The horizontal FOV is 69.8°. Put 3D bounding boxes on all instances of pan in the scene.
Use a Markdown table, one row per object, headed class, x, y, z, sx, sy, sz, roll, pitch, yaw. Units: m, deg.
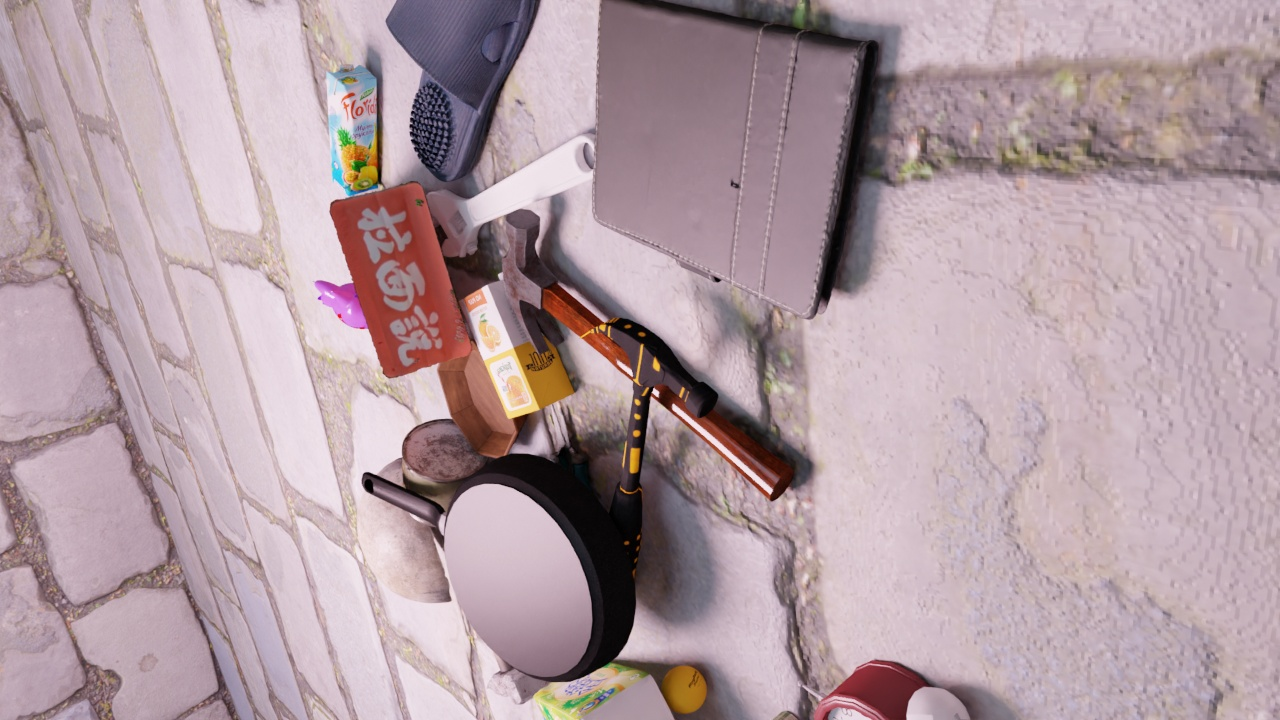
| class | x | y | z | sx | sy | sz | roll | pitch | yaw |
| --- | --- | --- | --- | --- | --- | --- | --- | --- | --- |
| pan | -0.155 | 0.167 | 0.841 | 0.356 | 0.044 | 0.204 | 15 | 113 | 35 |

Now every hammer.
| class | x | y | z | sx | sy | sz | roll | pitch | yaw |
| --- | --- | --- | --- | --- | --- | --- | --- | --- | --- |
| hammer | -0.004 | 0.004 | 0.704 | 0.301 | 0.028 | 0.111 | 39 | 142 | 27 |
| hammer | -0.199 | 0.250 | 1.070 | 0.122 | 0.048 | 0.318 | -22 | 91 | 59 |
| hammer | -0.011 | 0.100 | 0.739 | 0.123 | 0.036 | 0.321 | 38 | 141 | 28 |

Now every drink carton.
| class | x | y | z | sx | sy | sz | roll | pitch | yaw |
| --- | --- | --- | --- | --- | --- | --- | --- | --- | --- |
| drink carton | -0.282 | -0.226 | 0.902 | 0.038 | 0.044 | 0.129 | 41 | 139 | 28 |
| drink carton | -0.112 | -0.015 | 0.818 | 0.059 | 0.040 | 0.122 | -18 | 96 | 53 |

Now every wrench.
| class | x | y | z | sx | sy | sz | roll | pitch | yaw |
| --- | --- | --- | --- | --- | --- | --- | --- | --- | --- |
| wrench | -0.113 | -0.138 | 0.772 | 0.274 | 0.018 | 0.066 | -10 | 101 | 51 |

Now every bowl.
| class | x | y | z | sx | sy | sz | roll | pitch | yaw |
| --- | --- | --- | --- | --- | --- | --- | --- | --- | --- |
| bowl | -0.283 | 0.208 | 1.069 | 0.178 | 0.081 | 0.179 | 56 | 158 | 36 |

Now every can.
| class | x | y | z | sx | sy | sz | roll | pitch | yaw |
| --- | --- | --- | --- | --- | --- | --- | --- | --- | --- |
| can | -0.204 | 0.118 | 0.962 | 0.090 | 0.089 | 0.075 | 39 | 136 | 30 |

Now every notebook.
| class | x | y | z | sx | sy | sz | roll | pitch | yaw |
| --- | --- | --- | --- | --- | --- | --- | --- | --- | --- |
| notebook | 0.045 | -0.132 | 0.578 | 0.209 | 0.029 | 0.170 | 32 | 130 | 40 |

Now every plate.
| class | x | y | z | sx | sy | sz | roll | pitch | yaw |
| --- | --- | --- | --- | --- | --- | --- | --- | --- | --- |
| plate | -0.154 | 0.035 | 0.907 | 0.131 | 0.025 | 0.131 | 27 | 128 | 39 |

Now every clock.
| class | x | y | z | sx | sy | sz | roll | pitch | yaw |
| --- | --- | --- | --- | --- | --- | --- | --- | --- | --- |
| clock | 0.176 | 0.258 | 0.619 | 0.138 | 0.048 | 0.096 | 1 | 111 | 51 |

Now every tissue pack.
| class | x | y | z | sx | sy | sz | roll | pitch | yaw |
| --- | --- | --- | --- | --- | --- | --- | --- | --- | --- |
| tissue pack | -0.055 | 0.360 | 0.843 | 0.120 | 0.141 | 0.198 | 60 | 157 | 9 |

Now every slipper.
| class | x | y | z | sx | sy | sz | roll | pitch | yaw |
| --- | --- | --- | --- | --- | --- | --- | --- | --- | --- |
| slipper | -0.159 | -0.243 | 0.715 | 0.101 | 0.082 | 0.264 | 54 | 142 | 18 |

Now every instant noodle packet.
| class | x | y | z | sx | sy | sz | roll | pitch | yaw |
| --- | --- | --- | --- | --- | --- | --- | --- | --- | --- |
| instant noodle packet | -0.244 | -0.077 | 0.899 | 0.221 | 0.083 | 0.164 | 10 | 118 | 70 |

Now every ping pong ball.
| class | x | y | z | sx | sy | sz | roll | pitch | yaw |
| --- | --- | --- | --- | --- | --- | --- | --- | --- | --- |
| ping pong ball | 0.038 | 0.290 | 0.808 | 0.040 | 0.040 | 0.040 | 27 | 129 | 39 |

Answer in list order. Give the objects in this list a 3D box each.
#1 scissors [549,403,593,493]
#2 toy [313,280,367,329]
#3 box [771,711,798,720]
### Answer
| class | x | y | z | sx | sy | sz | roll | pitch | yaw |
| --- | --- | --- | --- | --- | --- | --- | --- | --- | --- |
| scissors | -0.064 | 0.117 | 0.852 | 0.126 | 0.019 | 0.145 | 46 | 137 | 24 |
| toy | -0.305 | -0.063 | 0.999 | 0.106 | 0.056 | 0.088 | 31 | -179 | -23 |
| box | 0.130 | 0.394 | 0.751 | 0.118 | 0.050 | 0.206 | 32 | 131 | 34 |
